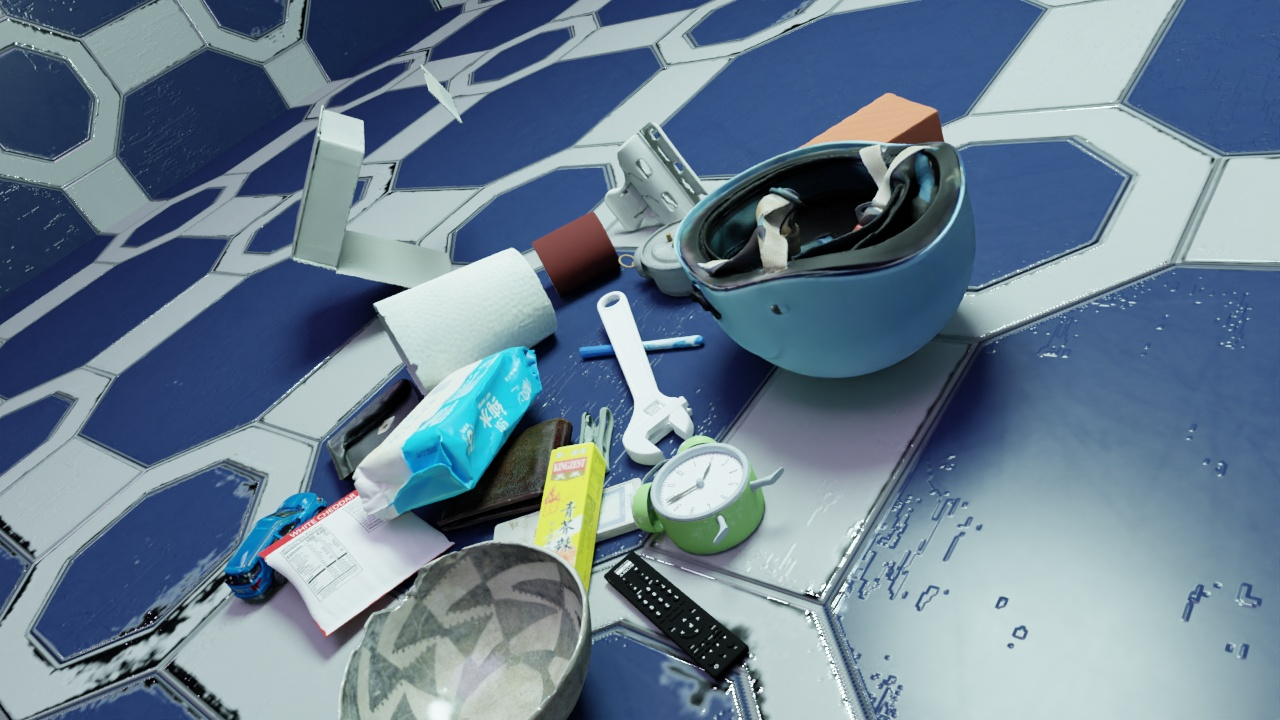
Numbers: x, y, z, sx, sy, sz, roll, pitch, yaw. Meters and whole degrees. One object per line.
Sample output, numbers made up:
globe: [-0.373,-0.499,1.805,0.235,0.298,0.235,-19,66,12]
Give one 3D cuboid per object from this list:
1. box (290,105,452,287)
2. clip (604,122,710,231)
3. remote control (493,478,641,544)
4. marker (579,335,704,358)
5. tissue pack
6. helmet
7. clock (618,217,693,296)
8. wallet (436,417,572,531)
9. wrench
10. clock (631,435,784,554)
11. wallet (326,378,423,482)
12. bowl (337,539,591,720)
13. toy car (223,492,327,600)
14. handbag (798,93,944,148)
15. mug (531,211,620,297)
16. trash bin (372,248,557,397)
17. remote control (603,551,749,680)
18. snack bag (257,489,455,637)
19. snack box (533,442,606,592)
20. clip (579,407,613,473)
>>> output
box: [-0.324,-0.150,1.243,0.172,0.380,0.167,-41,31,8]
clip: [0.017,-0.212,1.114,0.075,0.125,0.144,-41,10,-29]
remote control: [-0.060,0.137,0.760,0.136,0.011,0.050,-20,33,11]
marker: [0.000,-0.014,0.932,0.142,0.013,0.013,-5,38,29]
tissue pack: [-0.172,0.061,0.854,0.117,0.066,0.208,-24,20,28]
helmet: [0.152,-0.082,0.773,0.225,0.167,0.266,-33,34,-14]
clock: [0.042,-0.116,1.006,0.148,0.056,0.103,-3,39,30]
wallet: [-0.120,0.105,0.835,0.120,0.031,0.099,-18,30,18]
wrench: [-0.005,0.005,0.887,0.066,0.018,0.273,-25,36,3]
clock: [0.046,0.103,0.703,0.094,0.042,0.119,-41,35,-23]
wallet: [-0.276,0.077,0.978,0.115,0.026,0.089,-41,35,-6]
bowl: [-0.105,0.214,0.617,0.179,0.081,0.178,-18,34,13]
toy car: [-0.350,0.174,0.885,0.056,0.043,0.119,-6,37,30]
handbag: [0.231,-0.222,1.017,0.172,0.060,0.109,-32,38,-4]
mug: [-0.077,-0.126,1.103,0.082,0.073,0.106,-28,3,-2]
trash bin: [-0.186,-0.040,1.001,0.161,0.133,0.133,-30,32,-15]
remote control: [0.021,0.176,0.647,0.030,0.009,0.140,-38,34,-18]
snack bag: [-0.258,0.167,0.824,0.130,0.039,0.144,-35,41,-27]
snack box: [-0.058,0.133,0.726,0.040,0.029,0.147,-11,44,19]
clip: [-0.041,0.072,0.829,0.045,0.023,0.076,-15,36,15]
